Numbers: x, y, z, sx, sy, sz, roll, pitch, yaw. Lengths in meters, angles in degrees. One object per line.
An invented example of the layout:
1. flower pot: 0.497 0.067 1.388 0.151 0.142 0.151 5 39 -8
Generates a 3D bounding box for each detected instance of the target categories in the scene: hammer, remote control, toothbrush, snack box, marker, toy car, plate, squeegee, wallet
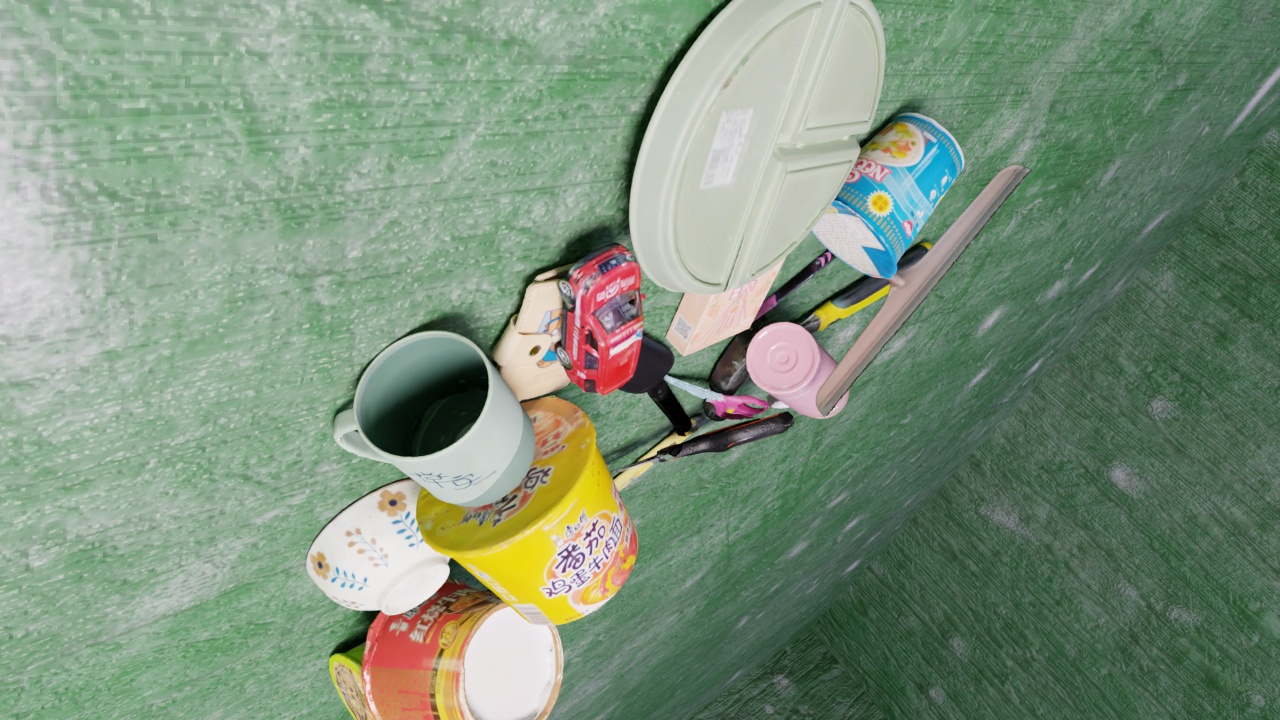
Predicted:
1. hammer: 0.201 -0.049 0.964 0.322 0.032 0.126 -29 154 -26
2. remote control: -0.004 0.004 0.752 0.053 0.024 0.136 -45 156 10
3. toothbrush: 0.166 -0.091 0.866 0.189 0.014 0.018 -38 146 -9
4. snack box: 0.080 -0.075 0.744 0.084 0.026 0.158 -23 150 -37
5. marker: 0.028 0.046 0.876 0.132 0.020 0.022 55 46 -66
6. toy car: -0.023 -0.024 0.602 0.052 0.045 0.121 -34 151 -25
7. plate: 0.084 -0.138 0.599 0.229 0.027 0.231 -34 146 -28
8. squeegee: 0.220 -0.085 0.841 0.248 0.040 0.249 -53 -177 13
9. wallet: -0.063 -0.019 0.629 0.087 0.024 0.115 -23 150 -46

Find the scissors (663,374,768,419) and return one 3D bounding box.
1. scissors: 0.068 0.034 0.874 0.057 0.017 0.133 -22 146 40

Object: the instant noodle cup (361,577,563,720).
1. instant noodle cup: -0.136 0.249 0.745 0.109 0.138 0.137 -9 -179 40

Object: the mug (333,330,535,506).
1. mug: -0.129 0.043 0.570 0.112 0.082 0.106 -10 154 6

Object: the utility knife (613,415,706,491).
1. utility knife: 0.003 0.107 0.955 0.166 0.018 0.031 -34 149 -8

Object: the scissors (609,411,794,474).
1. scissors: 0.043 0.091 0.914 0.229 0.021 0.190 -17 177 7

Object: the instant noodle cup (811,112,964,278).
1. instant noodle cup: 0.202 -0.139 0.751 0.110 0.099 0.099 -49 157 -8

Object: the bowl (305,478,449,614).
1. bowl: -0.181 0.147 0.680 0.113 0.062 0.114 -33 155 -17

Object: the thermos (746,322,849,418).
1. thermos: 0.149 0.018 0.891 0.087 0.067 0.198 -14 165 17

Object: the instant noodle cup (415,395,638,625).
1. instant noodle cup: -0.071 0.113 0.653 0.138 0.138 0.110 -38 126 -10

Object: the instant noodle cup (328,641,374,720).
1. instant noodle cup: -0.196 0.276 0.830 0.123 0.111 0.112 -33 156 -39
